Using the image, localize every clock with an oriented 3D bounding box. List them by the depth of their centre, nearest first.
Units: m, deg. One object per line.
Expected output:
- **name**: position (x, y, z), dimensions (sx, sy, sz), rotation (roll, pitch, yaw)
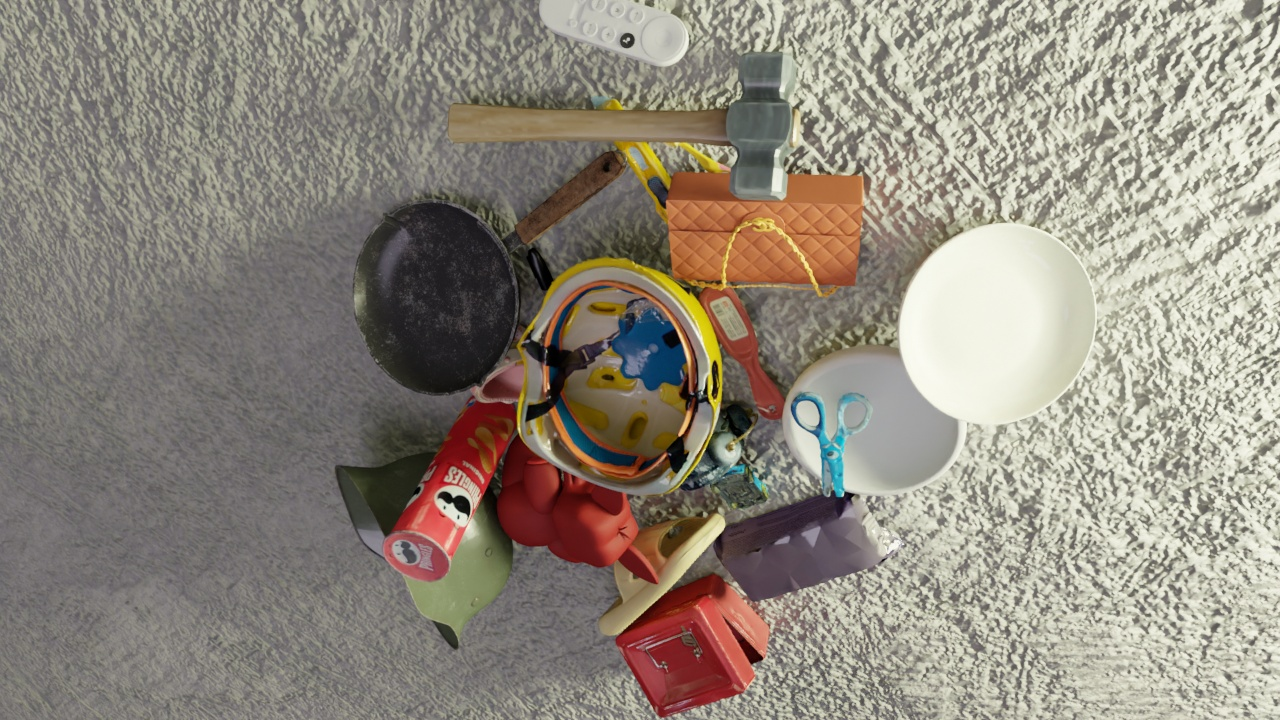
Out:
- **clock**: position (0.076, 0.092, 0.992), dimensions (0.130, 0.090, 0.052), rotation (-26, 107, 34)

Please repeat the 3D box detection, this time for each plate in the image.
- **plate**: position (0.318, -0.033, 0.835), dimensions (0.182, 0.034, 0.182), rotation (-1, 101, -3)

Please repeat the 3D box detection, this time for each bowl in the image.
- **bowl**: position (0.236, 0.051, 0.930), dimensions (0.177, 0.066, 0.177), rotation (8, 126, 11)

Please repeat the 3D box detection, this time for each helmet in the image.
- **helmet**: position (-0.006, 0.005, 0.929), dimensions (0.209, 0.139, 0.240), rotation (16, 109, 19)
- **helmet**: position (-0.241, 0.216, 1.118), dimensions (0.227, 0.153, 0.268), rotation (18, 128, 56)

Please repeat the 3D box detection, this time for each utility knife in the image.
- **utility knife**: position (0.002, -0.185, 0.869), dimensions (0.031, 0.017, 0.155), rotation (-29, 109, 21)

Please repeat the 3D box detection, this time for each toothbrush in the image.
- **toothbrush**: position (0.075, -0.175, 0.852), dimensions (0.135, 0.016, 0.021), rotation (31, 129, -6)

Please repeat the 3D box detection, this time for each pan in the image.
- **pan**: position (-0.149, -0.103, 0.930), dimensions (0.358, 0.040, 0.207), rotation (-32, 84, 21)

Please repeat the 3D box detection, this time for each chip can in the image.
- **chip can**: position (-0.202, 0.131, 1.012), dimensions (0.073, 0.232, 0.073), rotation (7, 127, 10)

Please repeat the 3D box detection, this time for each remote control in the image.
- **remote control**: position (-0.024, -0.287, 0.784), dimensions (0.136, 0.013, 0.043), rotation (22, 95, 12)

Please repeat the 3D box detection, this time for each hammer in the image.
- **hammer**: position (-0.022, -0.209, 0.816), dimensions (0.323, 0.051, 0.117), rotation (5, 94, 17)

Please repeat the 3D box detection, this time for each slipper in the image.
- **slipper**: position (-0.157, 0.005, 1.008), dimensions (0.197, 0.081, 0.093), rotation (25, 126, -4)
- **slipper**: position (0.009, 0.248, 1.123), dimensions (0.079, 0.111, 0.262), rotation (46, 131, 11)

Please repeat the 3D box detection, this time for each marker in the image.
- **marker**: position (-0.093, -0.060, 0.985), dimensions (0.022, 0.016, 0.139), rotation (15, 135, 46)

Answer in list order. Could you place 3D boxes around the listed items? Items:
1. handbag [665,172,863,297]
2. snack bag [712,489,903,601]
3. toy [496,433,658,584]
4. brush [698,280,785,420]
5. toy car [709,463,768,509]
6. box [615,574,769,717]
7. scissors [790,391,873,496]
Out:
- **handbag**: position (0.114, -0.111, 0.851), dimensions (0.172, 0.060, 0.109), rotation (3, 137, 11)
- **snack bag**: position (0.189, 0.218, 1.065), dimensions (0.206, 0.058, 0.096), rotation (-27, 112, 31)
- **toy**: position (-0.072, 0.171, 1.055), dimensions (0.197, 0.120, 0.158), rotation (9, 127, 38)
- **brush**: position (0.110, -0.012, 0.946), dimensions (0.041, 0.030, 0.172), rotation (-18, 117, 25)
- **toy car**: position (0.111, 0.138, 1.031), dimensions (0.048, 0.032, 0.105), rotation (-19, 148, 17)
- **box**: position (0.069, 0.359, 1.186), dimensions (0.158, 0.122, 0.136), rotation (-30, 93, 34)
- **scissors**: position (0.185, 0.086, 0.921), dimensions (0.083, 0.015, 0.141), rotation (6, 127, 11)
